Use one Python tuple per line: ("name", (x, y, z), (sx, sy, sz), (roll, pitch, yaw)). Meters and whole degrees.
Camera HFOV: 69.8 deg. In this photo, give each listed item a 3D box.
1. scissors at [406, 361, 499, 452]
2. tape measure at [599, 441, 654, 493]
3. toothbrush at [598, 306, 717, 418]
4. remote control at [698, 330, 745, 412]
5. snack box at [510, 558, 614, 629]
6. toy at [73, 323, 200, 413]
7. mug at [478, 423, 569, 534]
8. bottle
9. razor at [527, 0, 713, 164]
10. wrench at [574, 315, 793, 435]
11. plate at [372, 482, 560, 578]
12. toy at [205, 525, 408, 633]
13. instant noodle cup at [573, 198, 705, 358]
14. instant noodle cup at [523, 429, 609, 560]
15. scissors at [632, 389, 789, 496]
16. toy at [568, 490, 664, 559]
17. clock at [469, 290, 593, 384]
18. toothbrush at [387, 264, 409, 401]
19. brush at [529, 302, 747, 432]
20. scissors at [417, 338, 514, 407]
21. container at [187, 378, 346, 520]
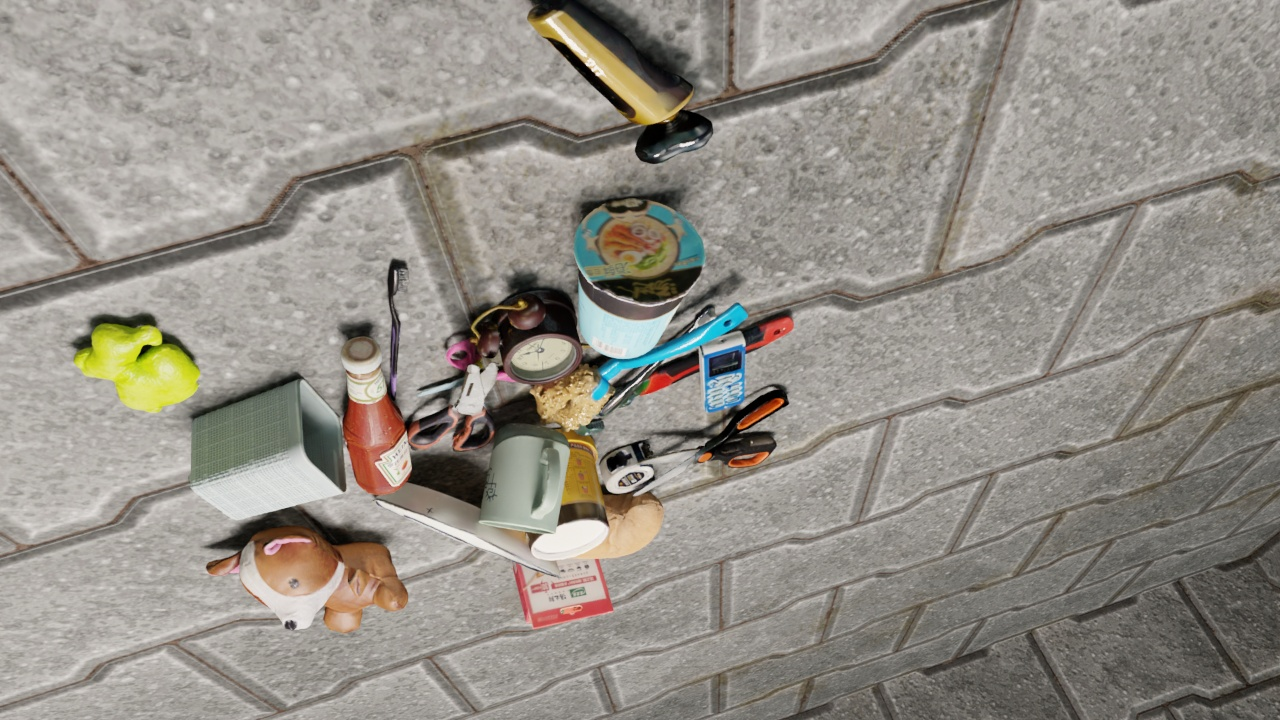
("scissors", (-0.185, 0.050, 0.909), (0.199, 0.015, 0.205), (-16, 156, 16))
("tape measure", (-0.016, 0.135, 1.140), (0.066, 0.033, 0.066), (-17, 145, -10))
("toothbrush", (0.016, 0.007, 0.979), (0.015, 0.018, 0.181), (26, 121, -41))
("remote control", (0.089, 0.014, 1.002), (0.049, 0.024, 0.125), (-16, 147, -6))
("snack box", (-0.108, 0.300, 1.239), (0.113, 0.127, 0.044), (-7, 144, -19))
("toy", (-0.408, 0.007, 0.754), (0.097, 0.031, 0.100), (-41, 141, 24))
("mug", (-0.114, 0.123, 0.958), (0.082, 0.106, 0.112), (18, 164, -28))
("bottle", (-0.256, 0.055, 0.877), (0.059, 0.059, 0.207), (-10, 143, -16))
("razor", (-0.015, -0.200, 0.656), (0.167, 0.062, 0.067), (31, 91, -44))
("wrench", (0.044, 0.015, 1.019), (0.274, 0.016, 0.056), (-27, 146, 8))
("plate", (-0.194, 0.196, 1.073), (0.162, 0.034, 0.265), (10, 160, 33))
("toy", (-0.374, 0.251, 1.045), (0.140, 0.130, 0.199), (-28, 137, 21))
("instant noodle cup", (-0.009, -0.064, 0.812), (0.111, 0.111, 0.121), (-10, 153, -15))
("instant noodle cup", (-0.095, 0.158, 1.058), (0.118, 0.114, 0.119), (-15, 146, -10))
("scissors", (0.097, 0.104, 1.148), (0.220, 0.021, 0.228), (14, 127, -48))
("toy", (-0.081, 0.212, 1.179), (0.225, 0.082, 0.144), (0, 144, -19))
("clock", (-0.104, -0.024, 0.850), (0.082, 0.055, 0.122), (-35, 142, 23))
("toothbrush", (-0.220, -0.021, 0.832), (0.016, 0.014, 0.189), (-18, 148, -27))
("brush", (-0.006, 0.006, 0.944), (0.255, 0.045, 0.083), (-26, 142, 18))
("scissors", (-0.158, 0.015, 0.914), (0.134, 0.017, 0.134), (-13, 150, -12))
("container", (-0.345, 0.087, 0.850), (0.111, 0.090, 0.090), (-18, 146, 1))
